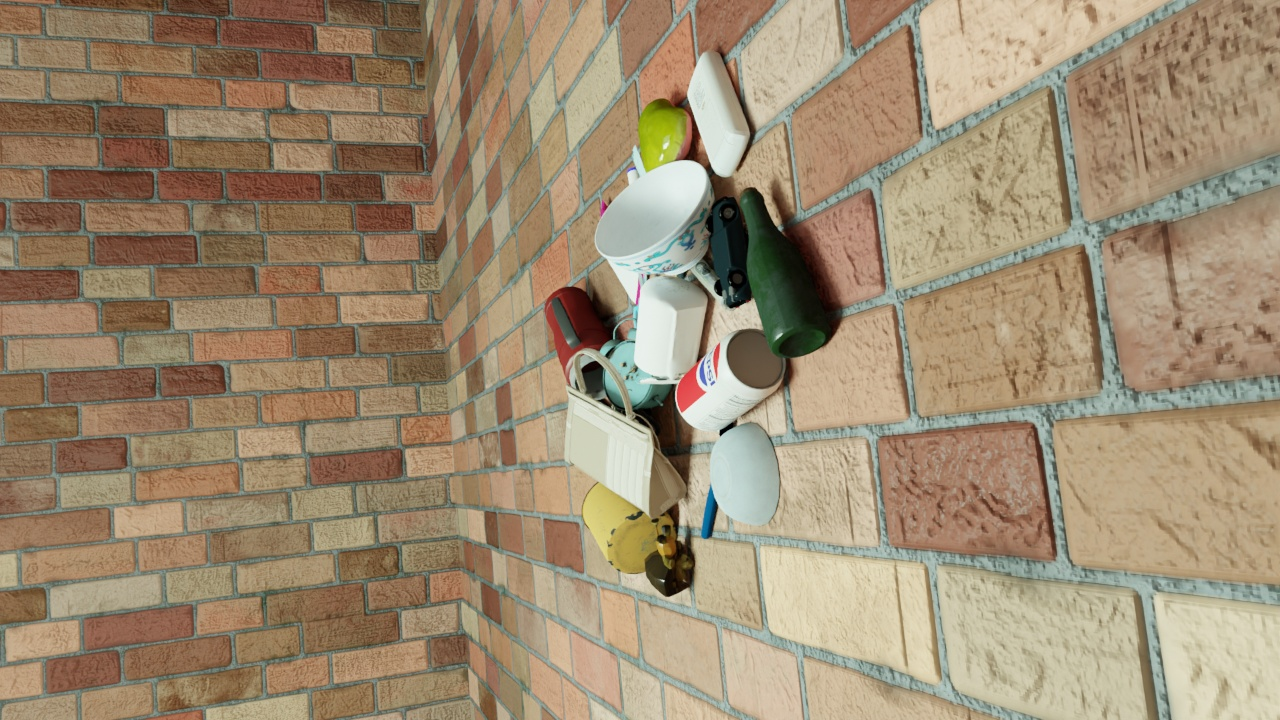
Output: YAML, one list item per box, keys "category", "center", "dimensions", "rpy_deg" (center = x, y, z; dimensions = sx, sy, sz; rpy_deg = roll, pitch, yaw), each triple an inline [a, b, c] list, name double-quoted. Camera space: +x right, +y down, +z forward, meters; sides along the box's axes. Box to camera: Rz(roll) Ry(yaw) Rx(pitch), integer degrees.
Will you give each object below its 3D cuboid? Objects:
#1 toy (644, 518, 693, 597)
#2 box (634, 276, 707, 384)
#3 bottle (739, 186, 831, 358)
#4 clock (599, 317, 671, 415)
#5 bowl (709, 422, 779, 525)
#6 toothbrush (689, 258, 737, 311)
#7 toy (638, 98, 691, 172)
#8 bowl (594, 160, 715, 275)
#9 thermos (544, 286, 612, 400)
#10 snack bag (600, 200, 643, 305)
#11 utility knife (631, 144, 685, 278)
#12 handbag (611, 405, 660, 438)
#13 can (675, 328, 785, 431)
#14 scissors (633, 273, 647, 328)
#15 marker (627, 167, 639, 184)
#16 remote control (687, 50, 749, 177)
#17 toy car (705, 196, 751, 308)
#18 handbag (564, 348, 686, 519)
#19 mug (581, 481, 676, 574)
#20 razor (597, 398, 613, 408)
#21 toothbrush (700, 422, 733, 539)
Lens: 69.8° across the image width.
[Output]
- category: "toy"
  center: [0.032, 0.237, 1.119]
  dimensions: [0.076, 0.063, 0.100]
  rpy_deg: [-56, -41, -61]
- category: "box"
  center: [0.033, -0.020, 1.053]
  dimensions: [0.089, 0.080, 0.143]
  rpy_deg: [42, 134, 43]
- category: "bottle"
  center: [0.121, -0.088, 0.834]
  dimensions: [0.055, 0.055, 0.174]
  rpy_deg: [116, 146, -53]
- category: "clock"
  center: [-0.007, 0.007, 1.157]
  dimensions: [0.090, 0.053, 0.124]
  rpy_deg: [-26, 66, 38]
- category: "bowl"
  center: [0.100, 0.118, 0.943]
  dimensions: [0.106, 0.039, 0.106]
  rpy_deg: [176, 90, -70]
- category: "toothbrush"
  center: [0.065, -0.106, 1.031]
  dimensions: [0.024, 0.022, 0.185]
  rpy_deg: [57, -179, -37]
- category: "toy"
  center: [0.027, -0.264, 1.068]
  dimensions: [0.090, 0.051, 0.109]
  rpy_deg: [111, 151, -44]
- category: "bowl"
  center: [0.030, -0.142, 1.012]
  dimensions: [0.074, 0.144, 0.144]
  rpy_deg: [48, -175, -35]
- category: "thermos"
  center: [-0.093, -0.037, 1.361]
  dimensions: [0.108, 0.084, 0.198]
  rpy_deg: [55, -175, -39]
- category: "snack bag"
  center: [-0.027, -0.152, 1.282]
  dimensions: [0.196, 0.016, 0.070]
  rpy_deg: [-120, 28, -50]
- category: "utility knife"
  center: [0.020, -0.189, 1.144]
  dimensions: [0.031, 0.019, 0.223]
  rpy_deg: [-60, 42, 47]
- category: "handbag"
  center: [-0.012, 0.074, 1.242]
  dimensions: [0.129, 0.054, 0.079]
  rpy_deg: [126, 148, -64]
- category: "can"
  center: [0.088, 0.021, 0.917]
  dimensions: [0.132, 0.070, 0.070]
  rpy_deg: [132, 132, -63]
- category: "scissors"
  center: [0.009, -0.067, 1.173]
  dimensions: [0.141, 0.015, 0.111]
  rpy_deg: [87, 159, -46]
- category: "marker"
  center: [0.001, -0.184, 1.193]
  dimensions: [0.020, 0.020, 0.141]
  rpy_deg: [136, 128, -64]
- category: "remote control"
  center: [0.080, -0.259, 0.959]
  dimensions: [0.060, 0.025, 0.138]
  rpy_deg: [114, 149, -51]
- category: "toy car"
  center: [0.093, -0.110, 0.934]
  dimensions: [0.046, 0.034, 0.112]
  rpy_deg: [152, 112, -69]
- category: "handbag"
  center: [-0.039, 0.072, 1.123]
  dimensions: [0.176, 0.062, 0.198]
  rpy_deg: [26, 139, 45]
- category: "mug"
  center: [-0.008, 0.219, 1.188]
  dimensions: [0.124, 0.100, 0.094]
  rpy_deg: [55, 177, -34]
- category: "razor"
  center: [-0.047, 0.077, 1.368]
  dimensions: [0.022, 0.043, 0.144]
  rpy_deg: [-46, 24, 1]
- category: "toothbrush"
  center: [0.084, 0.133, 1.025]
  dimensions: [0.014, 0.014, 0.168]
  rpy_deg: [-104, 18, -58]
